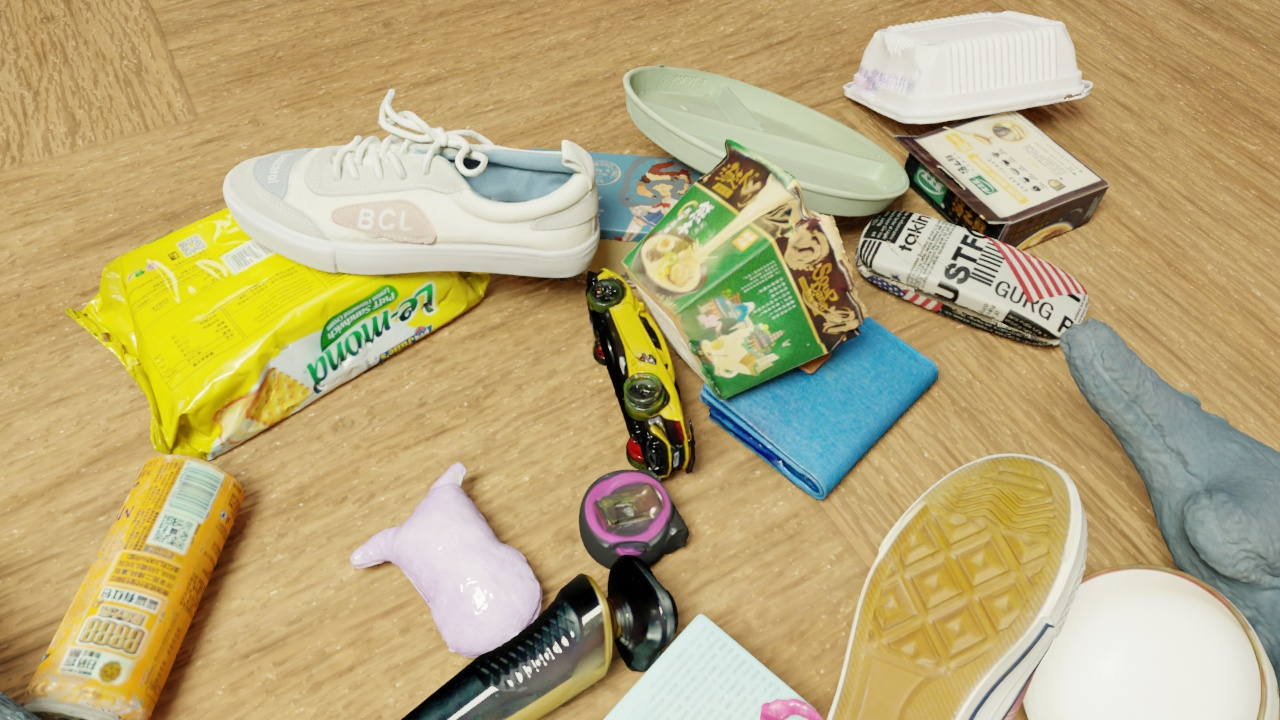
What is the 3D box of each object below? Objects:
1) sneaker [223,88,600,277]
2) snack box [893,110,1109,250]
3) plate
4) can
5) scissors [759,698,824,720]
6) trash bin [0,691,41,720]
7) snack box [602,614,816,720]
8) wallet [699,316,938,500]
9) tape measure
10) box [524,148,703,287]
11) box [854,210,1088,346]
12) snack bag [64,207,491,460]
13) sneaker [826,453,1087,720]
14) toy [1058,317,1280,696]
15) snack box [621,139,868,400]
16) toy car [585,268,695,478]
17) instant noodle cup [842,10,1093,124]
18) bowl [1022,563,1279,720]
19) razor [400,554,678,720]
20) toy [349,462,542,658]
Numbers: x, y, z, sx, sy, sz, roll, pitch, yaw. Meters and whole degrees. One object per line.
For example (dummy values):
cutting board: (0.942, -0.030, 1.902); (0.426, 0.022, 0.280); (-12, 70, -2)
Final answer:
sneaker: (-0.144, -0.111, 0.575); (0.242, 0.091, 0.089); (6, 49, -2)
snack box: (0.275, -0.141, 0.718); (0.125, 0.053, 0.113); (-21, 55, -17)
plate: (0.093, -0.169, 0.702); (0.230, 0.028, 0.229); (15, 31, -9)
can: (-0.267, 0.124, 0.492); (0.058, 0.058, 0.145); (6, 51, 3)
scissors: (0.064, 0.208, 0.387); (0.133, 0.017, 0.133); (-11, 44, -3)
trash bin: (-0.348, 0.190, 0.359); (0.195, 0.227, 0.225); (25, 54, 1)
snack box: (0.001, 0.210, 0.434); (0.074, 0.052, 0.174); (37, 60, 21)
wallet: (0.118, 0.015, 0.603); (0.106, 0.040, 0.132); (40, 60, 21)
tape measure: (-0.007, 0.092, 0.535); (0.057, 0.039, 0.057); (-19, 55, -15)
box: (-0.018, -0.105, 0.679); (0.184, 0.062, 0.089); (4, 51, 0)
box: (0.236, -0.063, 0.654); (0.164, 0.060, 0.071); (22, 38, 15)
snack bag: (-0.242, -0.051, 0.628); (0.246, 0.068, 0.158); (-34, 60, -24)
sneaker: (0.152, 0.162, 0.455); (0.118, 0.088, 0.240); (17, 71, 40)
toy: (0.346, 0.125, 0.466); (0.092, 0.137, 0.356); (-43, 60, 21)
snack box: (0.057, -0.050, 0.570); (0.105, 0.118, 0.117); (-34, 38, -4)
toy car: (-0.004, 0.003, 0.586); (0.041, 0.071, 0.155); (-15, 53, -11)
instant noodle cup: (0.274, -0.252, 0.774); (0.173, 0.060, 0.138); (-13, 30, -10)
bowl: (0.258, 0.166, 0.456); (0.062, 0.114, 0.113); (33, 45, -29)
razor: (-0.056, 0.165, 0.472); (0.167, 0.068, 0.062); (-31, 31, -13)
toy: (-0.103, 0.118, 0.514); (0.083, 0.039, 0.108); (-41, 68, -15)
